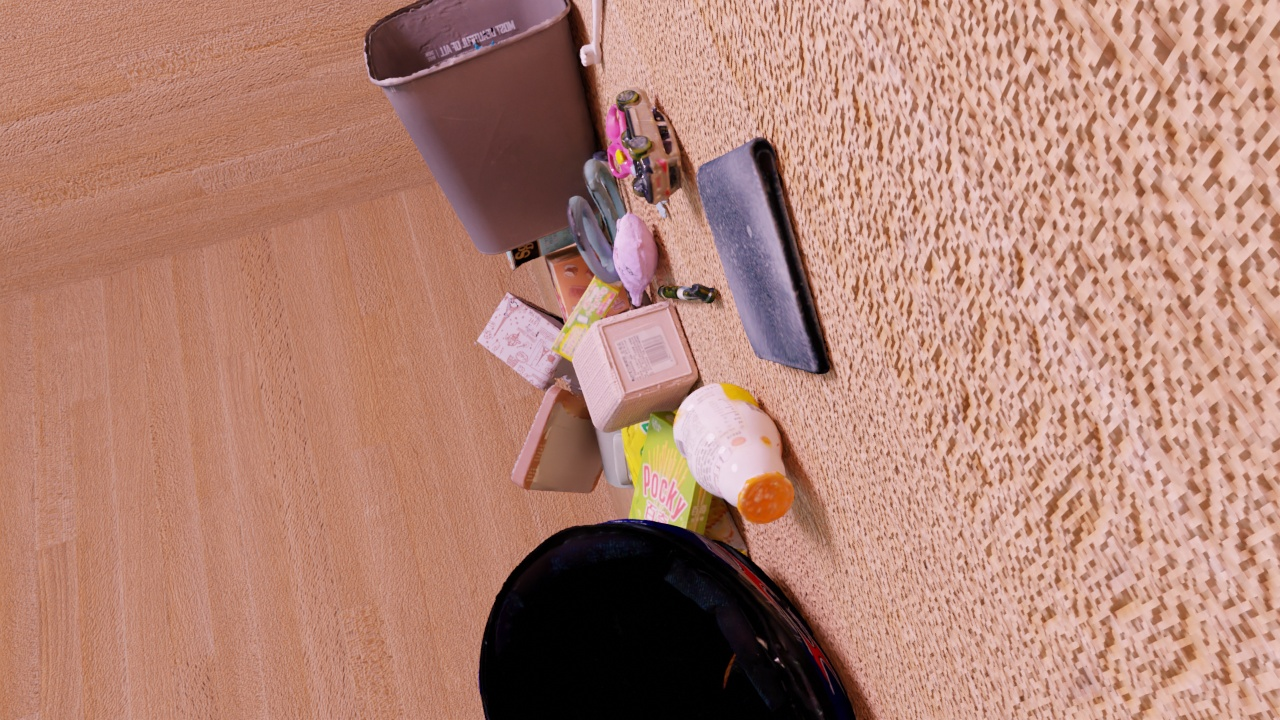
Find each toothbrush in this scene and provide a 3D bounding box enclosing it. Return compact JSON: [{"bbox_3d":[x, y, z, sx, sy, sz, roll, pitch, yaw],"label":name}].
[{"bbox_3d":[0.032,-0.054,0.723,0.186,0.017,0.012,-150,82,-80],"label":"toothbrush"},{"bbox_3d":[-0.037,-0.278,0.712,0.180,0.016,0.016,111,139,-78],"label":"toothbrush"}]

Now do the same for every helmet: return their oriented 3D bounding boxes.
[{"bbox_3d":[0.030,0.268,0.689,0.315,0.247,0.240,38,168,36],"label":"helmet"}]

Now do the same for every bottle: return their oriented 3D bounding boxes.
[{"bbox_3d":[0.061,0.060,0.587,0.108,0.063,0.063,-120,14,-61],"label":"bottle"}]

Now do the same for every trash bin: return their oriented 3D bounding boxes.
[{"bbox_3d":[-0.143,-0.252,0.940,0.198,0.199,0.220,-114,3,-49],"label":"trash bin"}]

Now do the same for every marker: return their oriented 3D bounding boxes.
[{"bbox_3d":[-0.027,-0.151,0.936,0.022,0.018,0.131,-102,-2,-59],"label":"marker"}]

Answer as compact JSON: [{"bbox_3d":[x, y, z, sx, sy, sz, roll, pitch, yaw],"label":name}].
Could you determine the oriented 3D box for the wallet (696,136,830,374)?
[{"bbox_3d":[0.064,-0.053,0.488,0.097,0.019,0.121,-151,42,-78],"label":"wallet"}]

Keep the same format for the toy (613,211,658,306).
[{"bbox_3d":[-0.006,-0.096,0.815,0.108,0.039,0.084,115,142,-86],"label":"toy"}]

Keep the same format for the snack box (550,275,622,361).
[{"bbox_3d":[-0.050,-0.056,0.959,0.033,0.087,0.140,31,-165,-7],"label":"snack box"}]

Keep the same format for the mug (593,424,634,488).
[{"bbox_3d":[-0.016,0.100,1.139,0.111,0.082,0.106,-72,-24,-60],"label":"mug"}]

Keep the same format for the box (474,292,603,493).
[{"bbox_3d":[-0.124,0.042,1.195,0.158,0.217,0.180,23,-178,29],"label":"box"}]

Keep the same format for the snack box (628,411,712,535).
[{"bbox_3d":[0.027,0.133,0.841,0.086,0.026,0.156,32,116,50],"label":"snack box"}]

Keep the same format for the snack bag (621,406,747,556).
[{"bbox_3d":[0.044,0.160,0.948,0.158,0.068,0.246,80,168,-48],"label":"snack bag"}]

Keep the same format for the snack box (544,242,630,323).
[{"bbox_3d":[-0.065,-0.090,1.122,0.093,0.077,0.094,-132,25,-72],"label":"snack box"}]

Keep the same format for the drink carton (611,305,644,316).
[{"bbox_3d":[-0.015,-0.031,0.991,0.122,0.053,0.045,167,87,-82],"label":"drink carton"}]

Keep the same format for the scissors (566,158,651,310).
[{"bbox_3d":[-0.028,-0.097,0.866,0.161,0.019,0.179,-57,-48,-62],"label":"scissors"}]

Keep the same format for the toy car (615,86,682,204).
[{"bbox_3d":[0.005,-0.150,0.629,0.042,0.035,0.090,85,171,-54],"label":"toy car"}]

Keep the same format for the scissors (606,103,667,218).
[{"bbox_3d":[-0.002,-0.163,0.747,0.137,0.017,0.072,-123,26,-50],"label":"scissors"}]

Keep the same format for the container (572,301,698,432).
[{"bbox_3d":[-0.005,0.005,0.843,0.111,0.089,0.090,123,129,-72],"label":"container"}]

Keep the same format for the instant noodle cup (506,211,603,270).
[{"bbox_3d":[-0.112,-0.176,1.108,0.111,0.120,0.111,163,91,-82],"label":"instant noodle cup"}]
